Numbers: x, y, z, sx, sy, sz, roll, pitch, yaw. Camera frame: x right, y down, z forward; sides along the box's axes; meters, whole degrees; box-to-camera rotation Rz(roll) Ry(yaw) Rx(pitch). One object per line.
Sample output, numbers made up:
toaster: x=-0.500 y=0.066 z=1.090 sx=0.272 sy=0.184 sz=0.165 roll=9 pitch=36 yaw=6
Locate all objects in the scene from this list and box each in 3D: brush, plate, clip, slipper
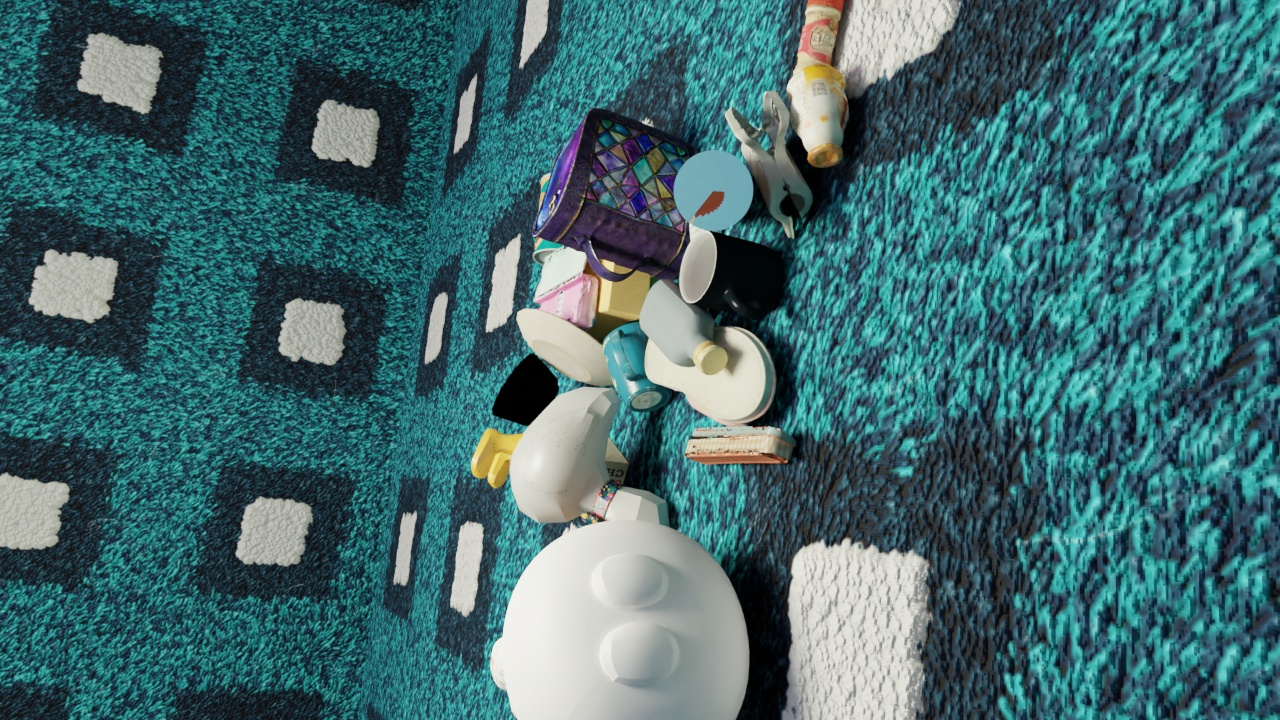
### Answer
brush: x=-0.059 y=-0.124 z=1.442 sx=0.251 sy=0.075 sz=0.194 roll=-34 pitch=50 yaw=58
plate: x=-0.113 y=-0.010 z=1.390 sx=0.027 sy=0.188 sz=0.189 roll=-58 pitch=17 yaw=-21
clip: x=0.148 y=-0.224 z=1.014 sx=0.148 sy=0.081 sz=0.124 roll=68 pitch=-177 yaw=-47
slipper: x=0.086 y=0.009 z=1.097 sx=0.274 sy=0.054 sz=0.114 roll=24 pitch=102 yaw=61

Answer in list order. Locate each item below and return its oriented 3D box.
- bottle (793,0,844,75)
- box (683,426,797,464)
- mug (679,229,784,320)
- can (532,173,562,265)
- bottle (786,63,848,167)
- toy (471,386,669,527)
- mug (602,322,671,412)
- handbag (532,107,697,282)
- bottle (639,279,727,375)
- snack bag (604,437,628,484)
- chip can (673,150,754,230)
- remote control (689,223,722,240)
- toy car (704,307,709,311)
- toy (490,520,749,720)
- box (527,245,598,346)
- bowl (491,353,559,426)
bottle: x=0.198 y=-0.362 z=1.016 sx=0.044 sy=0.044 sz=0.109 roll=15 pitch=95 yaw=66
box: x=0.107 y=0.100 z=1.026 sx=0.058 sy=0.053 sz=0.187 roll=59 pitch=155 yaw=-8
mug: x=0.110 y=-0.086 z=1.034 sx=0.085 sy=0.094 sz=0.121 roll=-64 pitch=29 yaw=32
can: x=-0.134 y=-0.246 z=1.625 sx=0.099 sy=0.099 sz=0.143 roll=-22 pitch=61 yaw=62
bottle: x=0.189 y=-0.257 z=0.967 sx=0.063 sy=0.063 sz=0.108 roll=-41 pitch=45 yaw=55
toy: x=-0.081 y=0.152 z=1.213 sx=0.141 sy=0.268 sz=0.246 roll=64 pitch=-140 yaw=-70
mug: x=-0.007 y=0.007 z=1.242 sx=0.084 sy=0.112 sz=0.104 roll=-26 pitch=57 yaw=14
handbag: x=-0.029 y=-0.211 z=1.266 sx=0.126 sy=0.204 sz=0.221 roll=-37 pitch=42 yaw=57
bottle: x=0.052 y=-0.033 z=1.067 sx=0.161 sy=0.046 sz=0.072 roll=51 pitch=124 yaw=56
snack bag: x=-0.104 y=0.140 z=1.411 sx=0.206 sy=0.094 sz=0.070 roll=45 pitch=121 yaw=61
chip can: x=0.085 y=-0.191 z=1.034 sx=0.213 sy=0.087 sz=0.087 roll=-58 pitch=-16 yaw=-78
remote control: x=0.088 y=-0.203 z=1.210 sx=0.060 sy=0.028 sz=0.114 roll=-20 pitch=62 yaw=62
toy car: x=0.067 y=-0.071 z=1.201 sx=0.107 sy=0.030 sz=0.049 roll=162 pitch=117 yaw=-65
toy: x=-0.025 y=0.312 z=0.976 sx=0.281 sy=0.265 sz=0.262 roll=108 pitch=157 yaw=-55
box: x=-0.121 y=-0.110 z=1.434 sx=0.231 sy=0.035 sz=0.159 roll=-16 pitch=66 yaw=64
bowl: x=-0.175 y=0.053 z=1.438 sx=0.115 sy=0.062 sz=0.115 roll=-47 pitch=20 yaw=22
